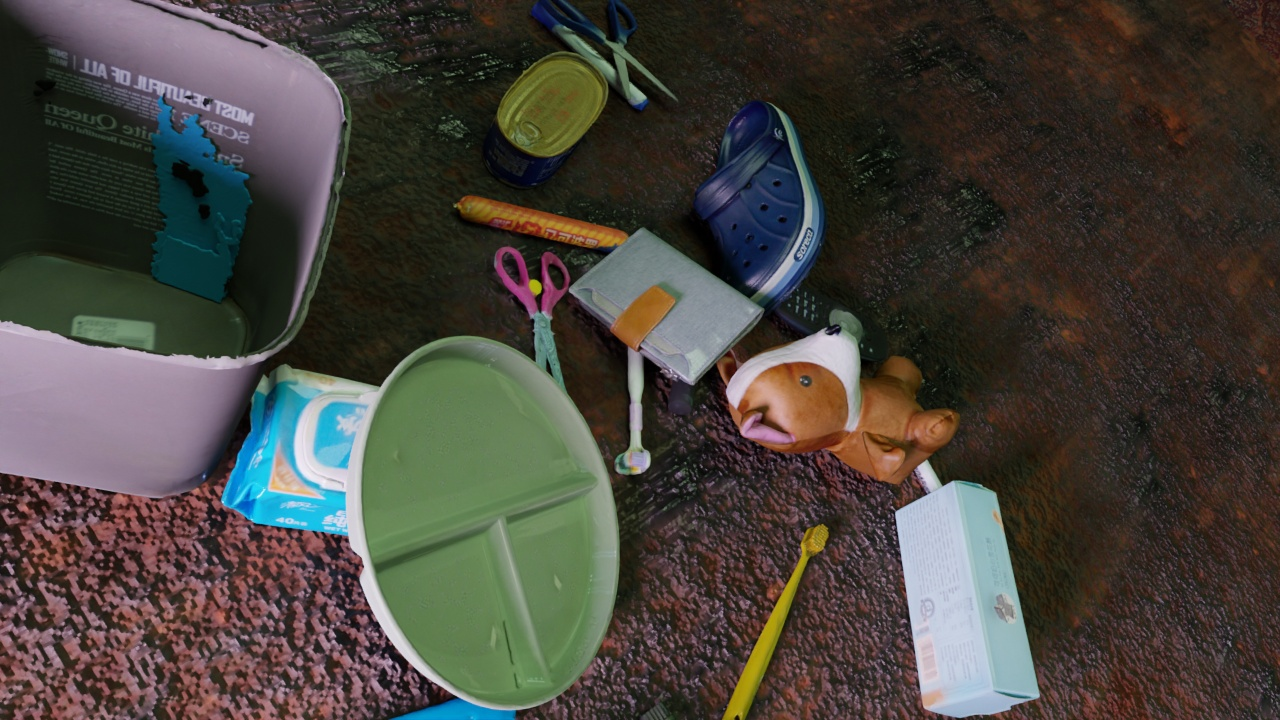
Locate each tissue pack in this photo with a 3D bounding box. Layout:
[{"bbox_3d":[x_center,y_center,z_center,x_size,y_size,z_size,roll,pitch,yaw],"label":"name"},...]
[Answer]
[{"bbox_3d":[-0.178,0.061,0.574,0.140,0.063,0.089,15,56,-23],"label":"tissue pack"}]

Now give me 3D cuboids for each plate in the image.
[{"bbox_3d":[-0.090,0.097,0.570,0.230,0.028,0.229,35,45,-45],"label":"plate"}]

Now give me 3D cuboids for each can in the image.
[{"bbox_3d":[-0.084,-0.213,0.811,0.074,0.049,0.147,35,50,-7],"label":"can"}]

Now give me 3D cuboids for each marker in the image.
[{"bbox_3d":[0.254,0.089,0.842,0.017,0.017,0.145,-13,69,-36],"label":"marker"},{"bbox_3d":[0.042,-0.012,0.778,0.020,0.022,0.131,28,51,-22],"label":"marker"},{"bbox_3d":[-0.049,-0.300,0.906,0.146,0.017,0.016,42,49,-1],"label":"marker"}]

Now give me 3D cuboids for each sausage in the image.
[{"bbox_3d":[-0.077,-0.113,0.770,0.165,0.022,0.021,9,57,-25],"label":"sausage"}]

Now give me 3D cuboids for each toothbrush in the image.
[{"bbox_3d":[-0.048,0.262,0.560,0.185,0.012,0.017,-21,68,-38],"label":"toothbrush"},{"bbox_3d":[0.104,0.194,0.688,0.015,0.017,0.189,39,49,-3],"label":"toothbrush"},{"bbox_3d":[-0.004,0.004,0.742,0.020,0.029,0.189,56,29,-51],"label":"toothbrush"}]

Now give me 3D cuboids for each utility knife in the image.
[{"bbox_3d":[-0.155,0.222,0.517,0.185,0.018,0.034,-4,49,-31],"label":"utility knife"}]

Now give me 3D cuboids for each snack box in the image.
[{"bbox_3d":[0.260,0.192,0.744,0.051,0.074,0.174,16,55,-23],"label":"snack box"}]

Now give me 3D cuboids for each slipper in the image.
[{"bbox_3d":[0.101,-0.156,0.846,0.095,0.105,0.252,23,49,-25],"label":"slipper"}]

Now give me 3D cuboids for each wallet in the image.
[{"bbox_3d":[0.020,-0.047,0.747,0.130,0.037,0.106,37,57,17],"label":"wallet"}]

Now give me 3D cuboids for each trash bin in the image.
[{"bbox_3d":[-0.279,-0.046,0.479,0.199,0.220,0.198,15,56,-22],"label":"trash bin"}]

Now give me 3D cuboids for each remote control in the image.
[{"bbox_3d":[0.174,-0.036,0.868,0.136,0.024,0.053,25,50,-16],"label":"remote control"}]

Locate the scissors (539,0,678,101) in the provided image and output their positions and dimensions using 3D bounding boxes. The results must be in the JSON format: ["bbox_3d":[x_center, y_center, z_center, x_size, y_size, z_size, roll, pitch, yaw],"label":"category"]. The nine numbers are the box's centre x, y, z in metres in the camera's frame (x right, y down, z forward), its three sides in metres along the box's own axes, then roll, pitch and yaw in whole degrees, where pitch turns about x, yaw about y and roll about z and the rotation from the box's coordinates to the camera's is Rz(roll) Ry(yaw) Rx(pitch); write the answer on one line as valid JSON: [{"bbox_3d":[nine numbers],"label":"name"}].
[{"bbox_3d":[-0.030,-0.320,0.918,0.162,0.012,0.175,24,43,-24],"label":"scissors"}]

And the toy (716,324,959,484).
[{"bbox_3d":[0.158,0.033,0.757,0.199,0.131,0.140,9,25,-14],"label":"toy"}]

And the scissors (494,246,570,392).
[{"bbox_3d":[-0.071,-0.030,0.730,0.076,0.017,0.137,-4,68,-42],"label":"scissors"}]
